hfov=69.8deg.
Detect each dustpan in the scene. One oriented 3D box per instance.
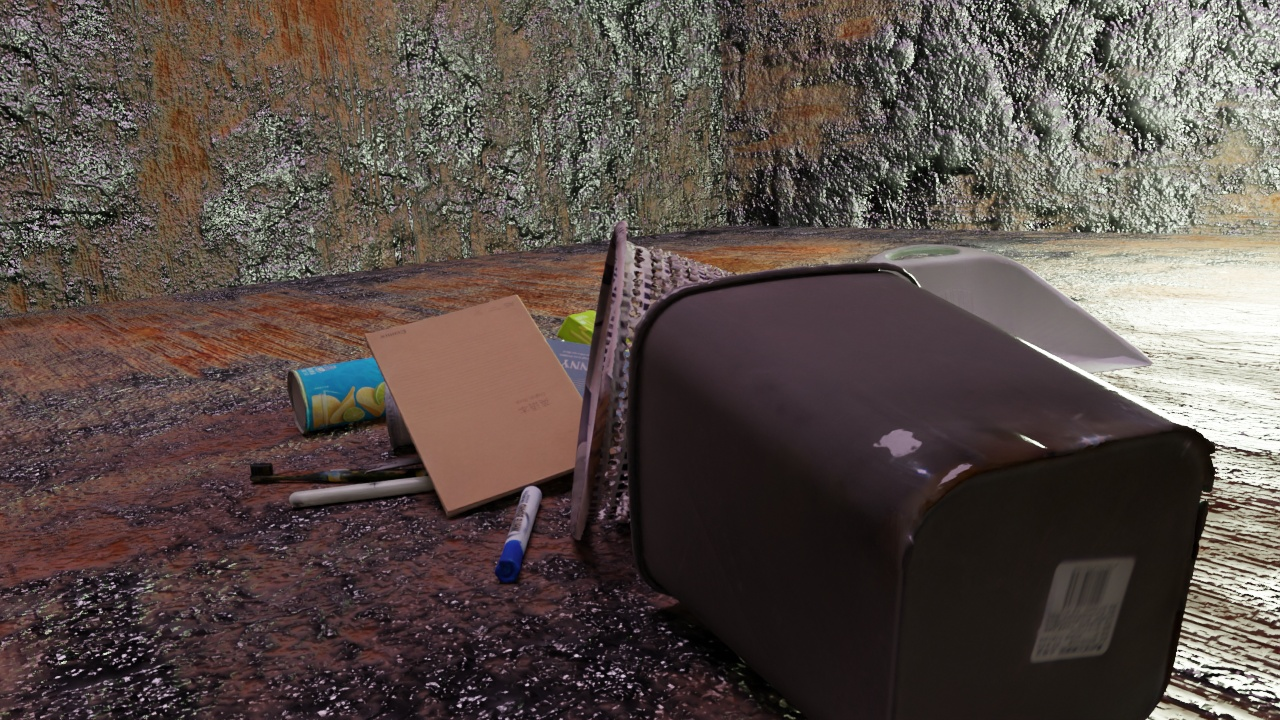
[{"bbox_3d":[0.352,-0.059,0.972,0.222,0.142,0.258,-7,5,-10],"label":"dustpan"}]

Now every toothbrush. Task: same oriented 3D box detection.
[{"bbox_3d":[-0.197,0.104,0.774,0.189,0.029,0.020,-8,53,-11],"label":"toothbrush"},{"bbox_3d":[-0.260,0.099,0.813,0.186,0.017,0.012,-1,10,9],"label":"toothbrush"}]

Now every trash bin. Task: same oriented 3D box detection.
[{"bbox_3d":[0.124,0.071,0.455,0.198,0.199,0.220,-8,20,-21],"label":"trash bin"},{"bbox_3d":[0.058,0.026,0.661,0.192,0.227,0.227,8,11,-5],"label":"trash bin"}]

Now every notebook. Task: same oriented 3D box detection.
[{"bbox_3d":[-0.134,0.029,0.797,0.149,0.012,0.211,-18,52,-23],"label":"notebook"}]

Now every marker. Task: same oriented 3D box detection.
[{"bbox_3d":[-0.086,0.121,0.662,0.017,0.017,0.145,-3,12,1],"label":"marker"}]

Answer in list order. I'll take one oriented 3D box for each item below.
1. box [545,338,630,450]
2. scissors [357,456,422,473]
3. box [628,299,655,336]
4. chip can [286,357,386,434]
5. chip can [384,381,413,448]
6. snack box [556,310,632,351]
[{"bbox_3d":[-0.086,0.029,0.849,0.184,0.061,0.089,6,49,2],"label":"box"},{"bbox_3d":[-0.169,0.084,0.828,0.172,0.014,0.146,1,11,-4],"label":"scissors"},{"bbox_3d":[0.018,-0.030,1.026,0.169,0.080,0.091,-11,39,53],"label":"box"},{"bbox_3d":[-0.277,0.026,1.025,0.209,0.071,0.071,-11,14,-32],"label":"chip can"},{"bbox_3d":[-0.143,0.042,0.921,0.214,0.071,0.071,-5,12,-11],"label":"chip can"},{"bbox_3d":[-0.006,0.005,0.931,0.156,0.026,0.085,36,14,8],"label":"snack box"}]
